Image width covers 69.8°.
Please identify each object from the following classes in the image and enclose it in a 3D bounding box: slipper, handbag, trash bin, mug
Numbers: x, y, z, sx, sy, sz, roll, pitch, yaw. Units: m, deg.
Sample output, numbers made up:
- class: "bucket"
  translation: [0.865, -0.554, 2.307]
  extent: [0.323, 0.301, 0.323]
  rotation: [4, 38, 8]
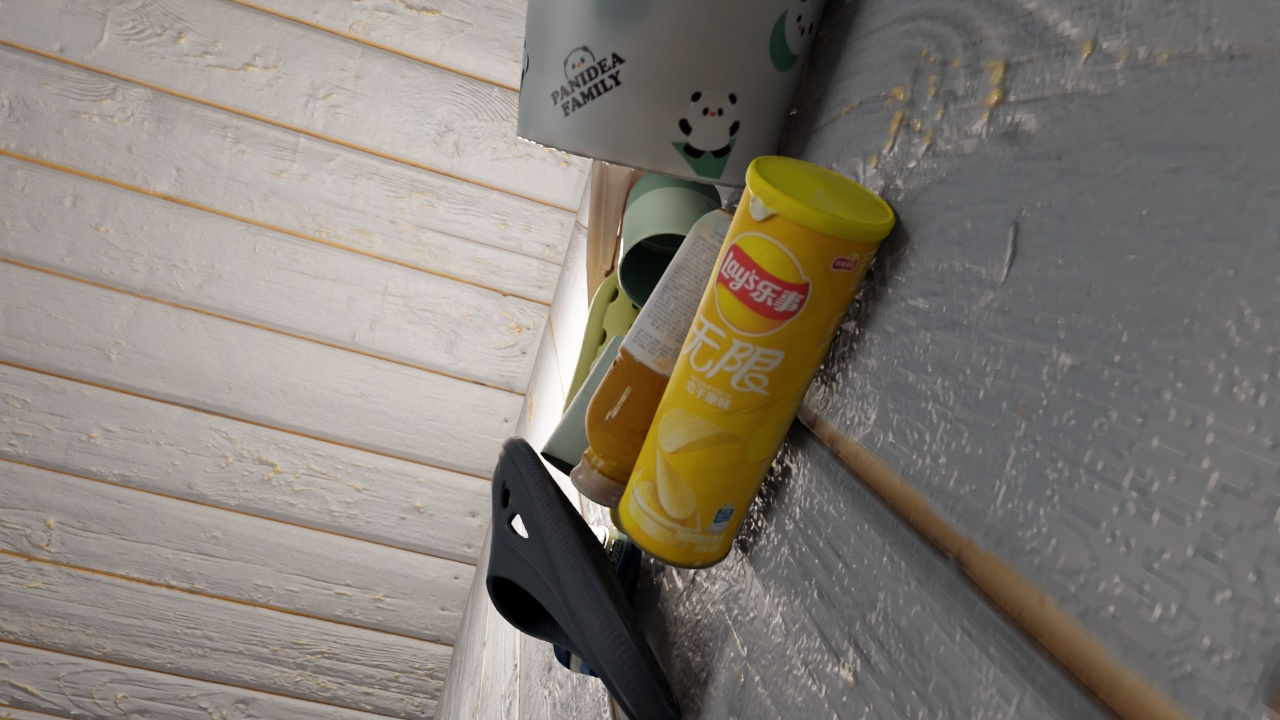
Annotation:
- class: "slipper"
  translation: [-0.060, 0.182, 0.769]
  extent: [0.253, 0.095, 0.105]
  rotation: [164, 118, -82]
- class: "handbag"
  translation: [-0.019, -0.131, 0.954]
  extent: [0.193, 0.093, 0.235]
  rotation: [-87, 9, -63]
- class: "trash bin"
  translation: [0.025, -0.260, 0.624]
  extent: [0.229, 0.229, 0.252]
  rotation: [-107, 29, -72]
- class: "slipper"
  translation: [-0.005, 0.005, 0.808]
  extent: [0.082, 0.091, 0.190]
  rotation: [-3, 57, 40]
- class: "mug"
  translation: [0.000, 0.047, 0.652]
  extent: [0.124, 0.083, 0.103]
  rotation: [8, 64, 54]
- class: "slipper"
  translation: [-0.062, 0.144, 0.601]
  extent: [0.111, 0.083, 0.268]
  rotation: [62, 173, -34]
- class: "mug"
  translation: [0.029, -0.090, 0.748]
  extent: [0.106, 0.082, 0.112]
  rotation: [-86, -17, -47]

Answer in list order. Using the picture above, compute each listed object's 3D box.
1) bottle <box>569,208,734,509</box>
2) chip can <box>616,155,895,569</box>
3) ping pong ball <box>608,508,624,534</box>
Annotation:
- class: "bottle"
  translation: [0.020, 0.003, 0.552]
  extent: [0.190, 0.068, 0.068]
  rotation: [-58, 13, 10]
- class: "chip can"
  translation: [0.052, 0.008, 0.469]
  extent: [0.072, 0.072, 0.214]
  rotation: [-91, 18, -59]
- class: "ping pong ball"
  translation: [-0.004, 0.115, 0.704]
  extent: [0.040, 0.040, 0.040]
  rotation: [-166, 91, -80]
